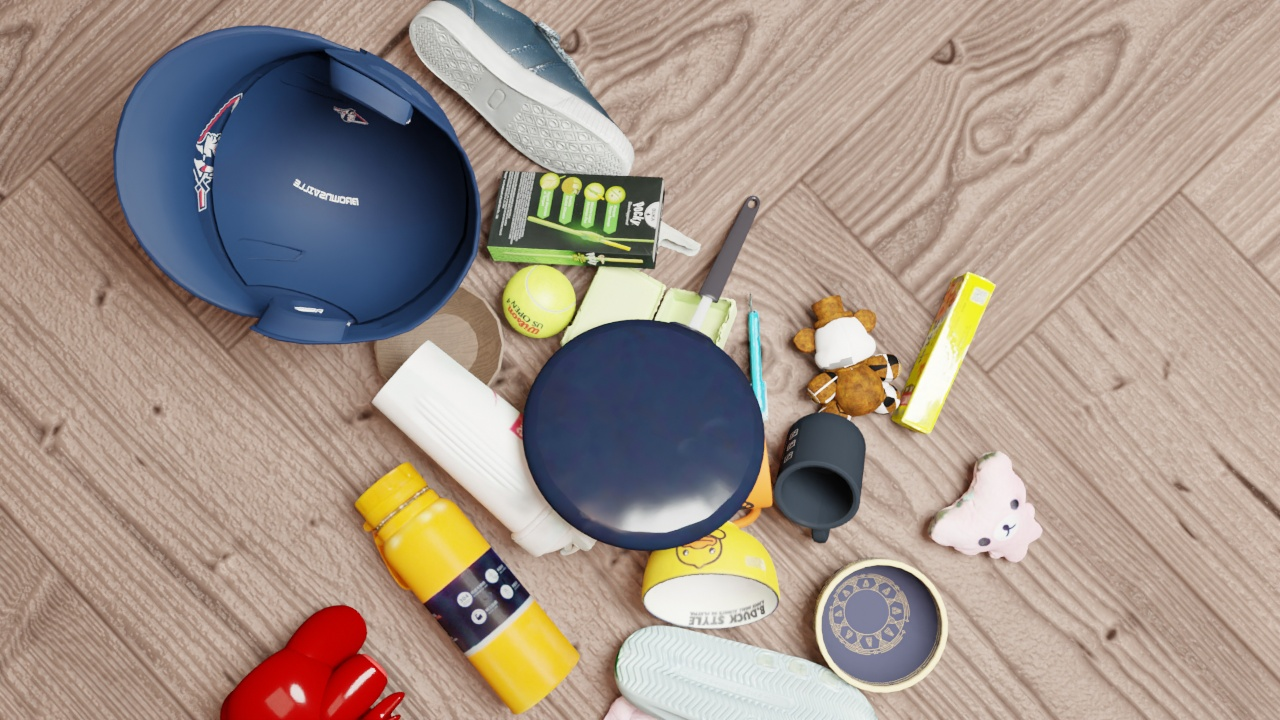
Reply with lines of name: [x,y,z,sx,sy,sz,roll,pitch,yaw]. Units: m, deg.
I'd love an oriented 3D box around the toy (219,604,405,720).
toy: [-0.263,0.328,0.784,0.158,0.120,0.197,-43,78,-4]

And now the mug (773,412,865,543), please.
mug: [0.159,0.110,0.804,0.071,0.077,0.105,2,120,17]

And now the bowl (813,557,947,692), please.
bowl: [0.206,0.228,0.812,0.112,0.061,0.112,0,88,0]

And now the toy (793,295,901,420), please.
toy: [0.185,0.000,0.824,0.087,0.067,0.112,-19,79,-1]

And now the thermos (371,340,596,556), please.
thermos: [-0.123,0.081,0.788,0.220,0.099,0.099,42,88,-8]

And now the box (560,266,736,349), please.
box: [-0.005,0.007,0.799,0.141,0.047,0.187,21,65,0]

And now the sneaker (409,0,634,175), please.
sneaker: [-0.096,-0.253,0.824,0.235,0.089,0.087,38,61,-11]

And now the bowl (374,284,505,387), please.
bowl: [-0.181,-0.013,0.839,0.118,0.030,0.118,0,89,0]

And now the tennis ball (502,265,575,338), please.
tennis ball: [-0.091,-0.053,0.823,0.065,0.065,0.065,0,88,0]

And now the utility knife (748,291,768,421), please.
utility knife: [0.106,-0.003,0.844,0.015,0.022,0.123,-3,84,0]

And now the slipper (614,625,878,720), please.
slipper: [0.093,0.305,0.797,0.245,0.074,0.103,18,44,10]

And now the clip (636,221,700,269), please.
clip: [0.000,-0.110,0.849,0.101,0.040,0.054,31,69,2]

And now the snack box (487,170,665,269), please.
snack box: [-0.056,-0.127,0.822,0.148,0.025,0.080,4,68,9]

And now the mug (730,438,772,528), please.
mug: [0.065,0.109,0.815,0.096,0.077,0.113,-7,122,5]

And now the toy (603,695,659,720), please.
toy: [0.021,0.337,0.817,0.110,0.047,0.063,25,88,-5]

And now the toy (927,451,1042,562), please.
toy: [0.317,0.141,0.821,0.096,0.053,0.099,38,91,-11]

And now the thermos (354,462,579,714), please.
thermos: [-0.162,0.201,0.809,0.091,0.076,0.232,-40,89,1]

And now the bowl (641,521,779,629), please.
bowl: [0.060,0.180,0.798,0.117,0.117,0.067,2,52,0]

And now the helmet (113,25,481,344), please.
helmet: [-0.272,-0.143,0.744,0.272,0.223,0.232,14,103,-28]

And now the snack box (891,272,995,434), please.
snack box: [0.273,-0.006,0.831,0.029,0.040,0.148,24,88,1]

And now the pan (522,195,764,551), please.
pan: [0.036,-0.009,0.778,0.199,0.021,0.355,24,65,4]
